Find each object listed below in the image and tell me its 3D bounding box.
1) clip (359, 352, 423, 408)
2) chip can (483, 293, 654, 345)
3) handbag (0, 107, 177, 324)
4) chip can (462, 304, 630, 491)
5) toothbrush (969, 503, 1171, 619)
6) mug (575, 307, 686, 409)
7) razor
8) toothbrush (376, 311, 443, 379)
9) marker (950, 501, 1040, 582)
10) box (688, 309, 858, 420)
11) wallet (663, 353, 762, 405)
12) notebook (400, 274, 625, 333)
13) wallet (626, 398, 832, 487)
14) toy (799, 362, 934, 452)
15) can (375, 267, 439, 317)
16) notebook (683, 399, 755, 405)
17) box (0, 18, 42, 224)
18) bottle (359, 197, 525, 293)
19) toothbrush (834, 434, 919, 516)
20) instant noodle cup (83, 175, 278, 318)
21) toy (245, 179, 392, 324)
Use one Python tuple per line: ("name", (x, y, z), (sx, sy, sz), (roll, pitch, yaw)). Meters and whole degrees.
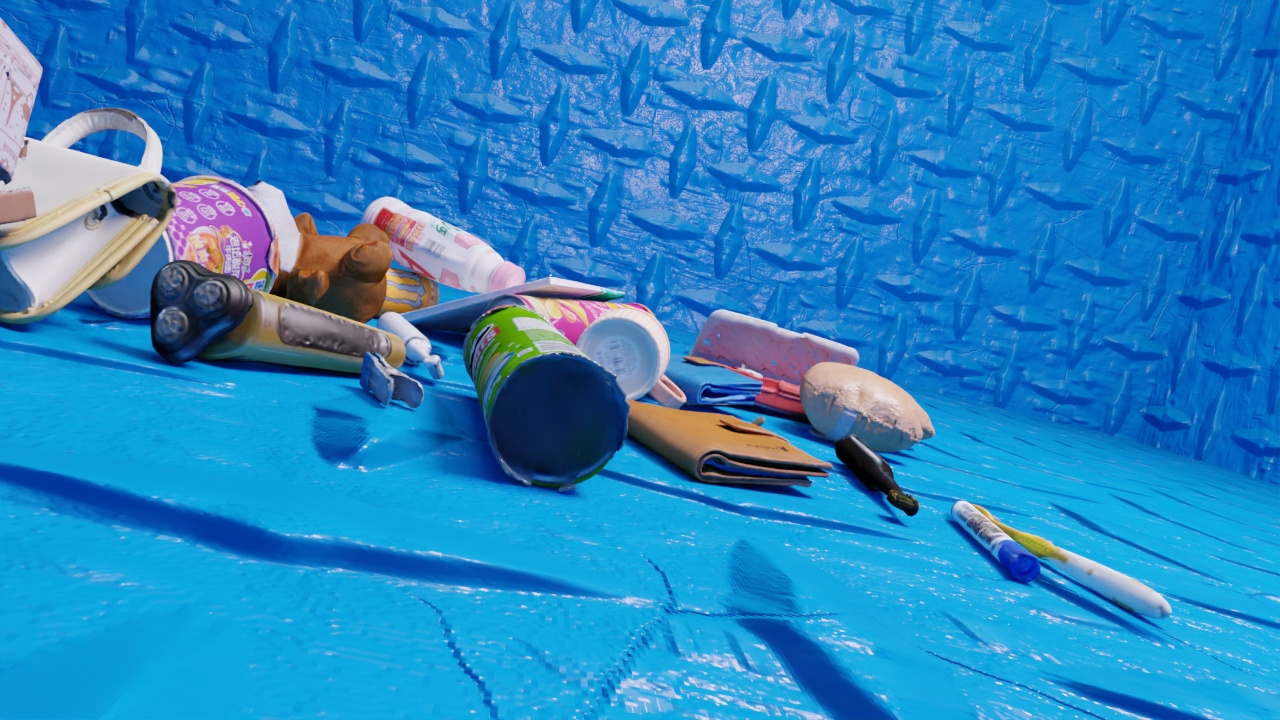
("clip", (-0.156, 0.013, 0.568), (0.028, 0.024, 0.057), (4, 14, -45))
("chip can", (-0.068, -0.030, 0.954), (0.071, 0.071, 0.210), (17, 10, 34))
("handbag", (-0.365, -0.102, 0.571), (0.163, 0.063, 0.178), (16, 43, 20))
("chip can", (-0.065, 0.012, 0.551), (0.072, 0.072, 0.236), (13, 5, -15))
("toothbrush", (0.258, 0.121, 0.572), (0.018, 0.016, 0.191), (22, 2, -15))
("mug", (-0.005, 0.005, 0.847), (0.114, 0.082, 0.106), (44, 7, -1))
("razor", (-0.219, -0.018, 0.579), (0.068, 0.062, 0.167), (-20, -21, 31))
("toothbrush", (-0.190, -0.014, 0.759), (0.026, 0.026, 0.221), (-28, 20, -16))
("marker", (0.218, 0.110, 0.575), (0.017, 0.017, 0.145), (15, 5, 5))
("box", (0.161, 0.005, 1.061), (0.201, 0.099, 0.095), (15, 7, -20))
("wallet", (0.046, 0.017, 0.948), (0.133, 0.040, 0.106), (19, 12, 43))
("notebook", (-0.142, -0.057, 0.989), (0.210, 0.012, 0.150), (-11, -8, 28))
("wallet", (0.057, 0.059, 0.635), (0.119, 0.035, 0.131), (5, 9, -27))
("toy", (0.242, 0.053, 0.979), (0.143, 0.082, 0.225), (33, 10, 23))
("can", (-0.297, -0.078, 1.007), (0.145, 0.058, 0.058), (9, 7, -45))
("notebook", (0.033, 0.028, 1.039), (0.148, 0.008, 0.207), (17, 6, 28))
("box", (-0.405, -0.097, 0.419), (0.182, 0.168, 0.151), (-5, -27, 0))
("bottle", (-0.218, -0.120, 1.020), (0.197, 0.068, 0.068), (24, 8, 19))
("toothbrush", (0.175, 0.085, 0.686), (0.027, 0.026, 0.212), (27, 5, 1))
("instant noodle cup", (-0.335, -0.078, 0.653), (0.111, 0.112, 0.099), (15, 12, 10))
("toy", (-0.331, -0.098, 0.842), (0.199, 0.130, 0.140), (2, 14, -19))
